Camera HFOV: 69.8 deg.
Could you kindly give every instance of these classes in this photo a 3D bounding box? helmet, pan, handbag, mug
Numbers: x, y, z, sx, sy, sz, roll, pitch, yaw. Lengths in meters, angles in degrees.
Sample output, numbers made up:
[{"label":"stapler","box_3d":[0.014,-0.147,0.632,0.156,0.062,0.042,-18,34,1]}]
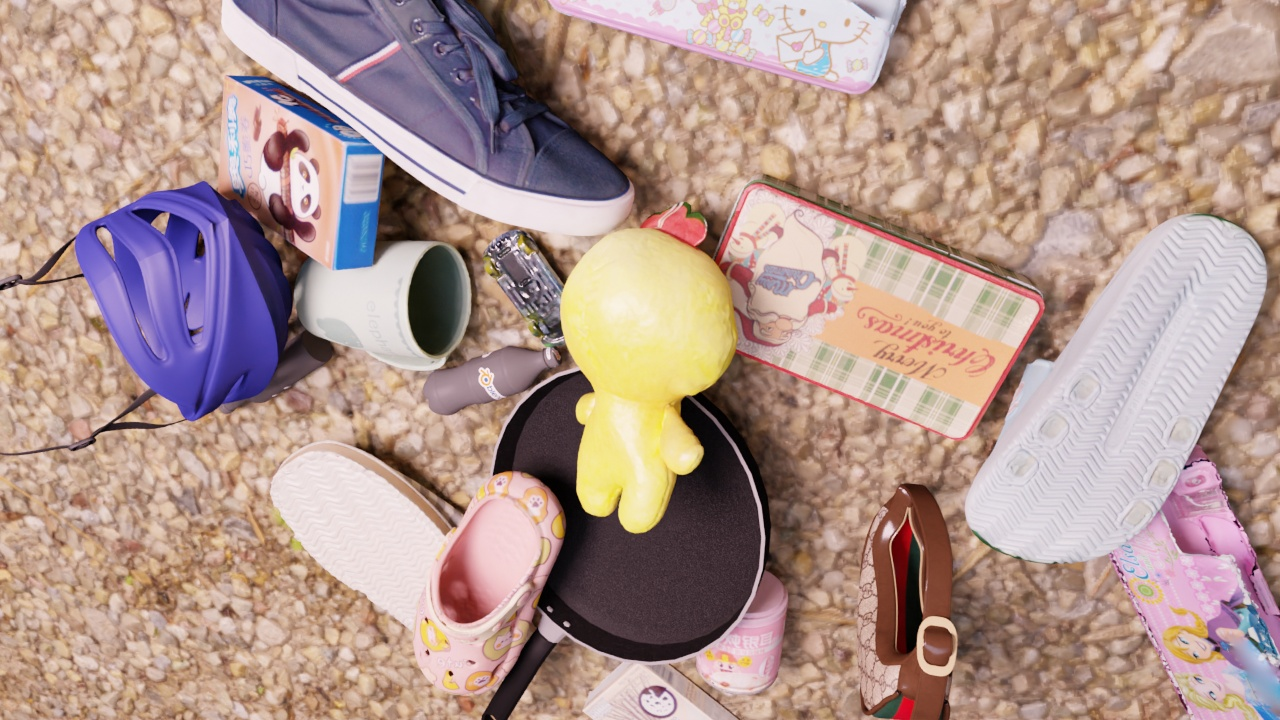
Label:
[{"label":"helmet","box_3d":[-0.355,-0.022,0.625,0.147,0.227,0.242,62,149,6]},{"label":"pan","box_3d":[-0.042,0.164,0.702,0.225,0.034,0.357,37,115,17]},{"label":"handbag","box_3d":[0.181,0.163,0.614,0.063,0.166,0.139,4,129,10]},{"label":"mug","box_3d":[-0.184,-0.035,0.668,0.104,0.083,0.111,4,139,20]}]

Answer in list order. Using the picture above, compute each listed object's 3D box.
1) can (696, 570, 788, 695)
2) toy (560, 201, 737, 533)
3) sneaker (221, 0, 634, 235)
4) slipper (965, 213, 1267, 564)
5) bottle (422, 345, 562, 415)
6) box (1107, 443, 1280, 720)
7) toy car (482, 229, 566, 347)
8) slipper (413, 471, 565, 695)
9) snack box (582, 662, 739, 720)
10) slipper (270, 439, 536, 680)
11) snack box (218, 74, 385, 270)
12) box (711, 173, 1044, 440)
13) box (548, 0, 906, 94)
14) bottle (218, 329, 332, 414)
[{"label":"can","box_3d":[0.078,0.207,0.711,0.067,0.067,0.076,6,114,10]},{"label":"toy","box_3d":[-0.003,0.003,0.584,0.134,0.092,0.208,13,105,44]},{"label":"sneaker","box_3d":[-0.117,-0.194,0.569,0.294,0.120,0.128,34,127,0]},{"label":"slipper","box_3d":[0.299,0.022,0.586,0.104,0.074,0.245,28,99,-1]},{"label":"bottle","box_3d":[-0.110,0.012,0.688,0.110,0.036,0.036,-18,107,19]},{"label":"box","box_3d":[0.388,0.174,0.624,0.085,0.076,0.230,-26,105,21]},{"label":"toy car","box_3d":[-0.075,-0.052,0.659,0.039,0.027,0.090,-32,101,18]},{"label":"slipper","box_3d":[-0.127,0.173,0.683,0.093,0.081,0.197,31,109,17]},{"label":"snack box","box_3d":[0.033,0.318,0.790,0.150,0.026,0.082,39,114,-4]},{"label":"slipper","box_3d":[-0.186,0.168,0.762,0.115,0.054,0.272,-34,110,21]},{"label":"snack box","box_3d":[-0.233,-0.130,0.623,0.151,0.034,0.087,31,119,31]},{"label":"box","box_3d":[0.145,-0.036,0.607,0.205,0.050,0.118,23,116,1]},{"label":"box","box_3d":[0.049,-0.223,0.556,0.214,0.036,0.076,17,114,5]},{"label":"bottle","box_3d":[-0.297,0.014,0.734,0.113,0.030,0.030,-29,103,21]}]
